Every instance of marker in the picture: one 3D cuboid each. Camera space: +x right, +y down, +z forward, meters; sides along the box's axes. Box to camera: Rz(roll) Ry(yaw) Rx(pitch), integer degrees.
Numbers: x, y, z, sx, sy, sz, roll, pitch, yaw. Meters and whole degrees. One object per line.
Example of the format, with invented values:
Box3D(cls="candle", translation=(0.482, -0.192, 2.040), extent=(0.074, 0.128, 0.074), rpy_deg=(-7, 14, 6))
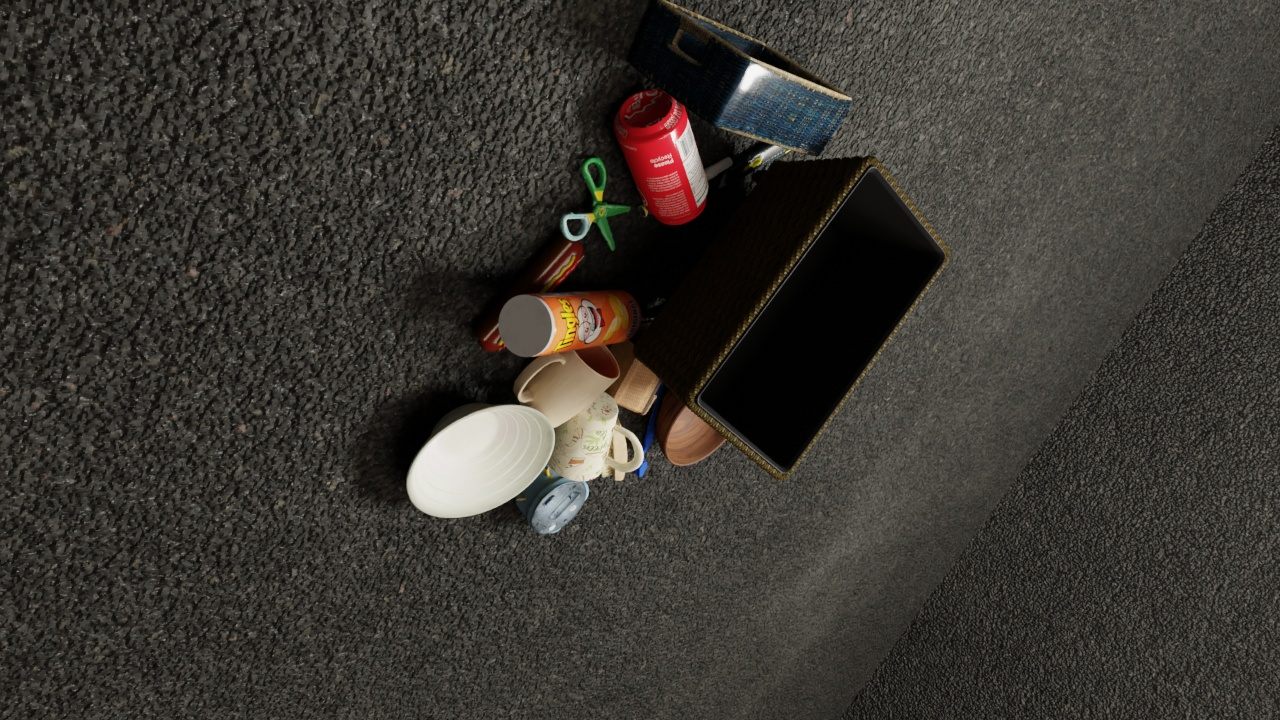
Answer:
Box3D(cls="marker", translation=(0.054, -0.202, 1.063), extent=(0.132, 0.014, 0.014), rpy_deg=(-33, 143, -20))

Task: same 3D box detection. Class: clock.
Box3D(cls="clock", translation=(-0.115, 0.187, 1.231), extent=(0.088, 0.051, 0.124), rpy_deg=(-47, 146, -4))

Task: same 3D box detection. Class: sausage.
Box3D(cls="sausage", translation=(-0.119, -0.071, 0.984), extent=(0.155, 0.040, 0.040), rpy_deg=(-48, 145, 0))

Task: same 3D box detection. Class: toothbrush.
Box3D(cls="toothbrush", translation=(0.016, 0.096, 1.316), extent=(0.016, 0.011, 0.187), rpy_deg=(-17, 135, -37))

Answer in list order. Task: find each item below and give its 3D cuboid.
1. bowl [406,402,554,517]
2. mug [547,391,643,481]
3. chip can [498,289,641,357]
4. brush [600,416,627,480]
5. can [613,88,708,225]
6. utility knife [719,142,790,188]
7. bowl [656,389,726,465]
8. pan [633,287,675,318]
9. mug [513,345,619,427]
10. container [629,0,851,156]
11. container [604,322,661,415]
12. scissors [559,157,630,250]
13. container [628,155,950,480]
Box3D(cls="bowl", translation=(-0.189, 0.099, 1.047), extent=(0.176, 0.057, 0.177), rpy_deg=(-21, 140, -19))
Box3D(cls="mug", translation=(-0.052, 0.099, 1.143), extent=(0.080, 0.122, 0.097), rpy_deg=(-50, 167, -52))
Box3D(cls="chip can", translation=(-0.070, -0.043, 0.989), extent=(0.062, 0.062, 0.210), rpy_deg=(-60, 162, 17))
Box3D(cls="brush", translation=(-0.043, 0.112, 1.238), extent=(0.039, 0.049, 0.117), rpy_deg=(-16, 137, -12))
Box3D(cls="can", translation=(0.024, -0.213, 0.967), extent=(0.074, 0.074, 0.142), rpy_deg=(-41, 145, -10))
Box3D(cls="utility knife", translation=(0.160, -0.257, 1.121), extent=(0.170, 0.020, 0.029), rpy_deg=(-34, 142, -17))
Box3D(cls="bowl", translation=(0.072, 0.071, 1.301), extent=(0.147, 0.069, 0.147), rpy_deg=(-27, 140, -26))
Box3D(cls="pan", translation=(0.136, -0.094, 1.204), extent=(0.355, 0.043, 0.249), rpy_deg=(-8, 116, -31))
Box3D(cls="mug", translation=(-0.096, 0.022, 1.057), extent=(0.104, 0.085, 0.111), rpy_deg=(-46, 152, 22))
Box3D(cls="container", translation=(0.101, -0.280, 0.923), extent=(0.187, 0.145, 0.071), rpy_deg=(0, 127, -47))
Box3D(cls="container", translation=(-0.007, 0.007, 1.165), extent=(0.061, 0.063, 0.114), rpy_deg=(10, 117, -43))
Box3D(cls="scissors", translation=(-0.049, -0.154, 0.979), extent=(0.119, 0.012, 0.129), rpy_deg=(-55, 147, -25))
Box3D(cls="container", translation=(0.151, -0.065, 1.054), extent=(0.176, 0.205, 0.321), rpy_deg=(39, 86, -32))
